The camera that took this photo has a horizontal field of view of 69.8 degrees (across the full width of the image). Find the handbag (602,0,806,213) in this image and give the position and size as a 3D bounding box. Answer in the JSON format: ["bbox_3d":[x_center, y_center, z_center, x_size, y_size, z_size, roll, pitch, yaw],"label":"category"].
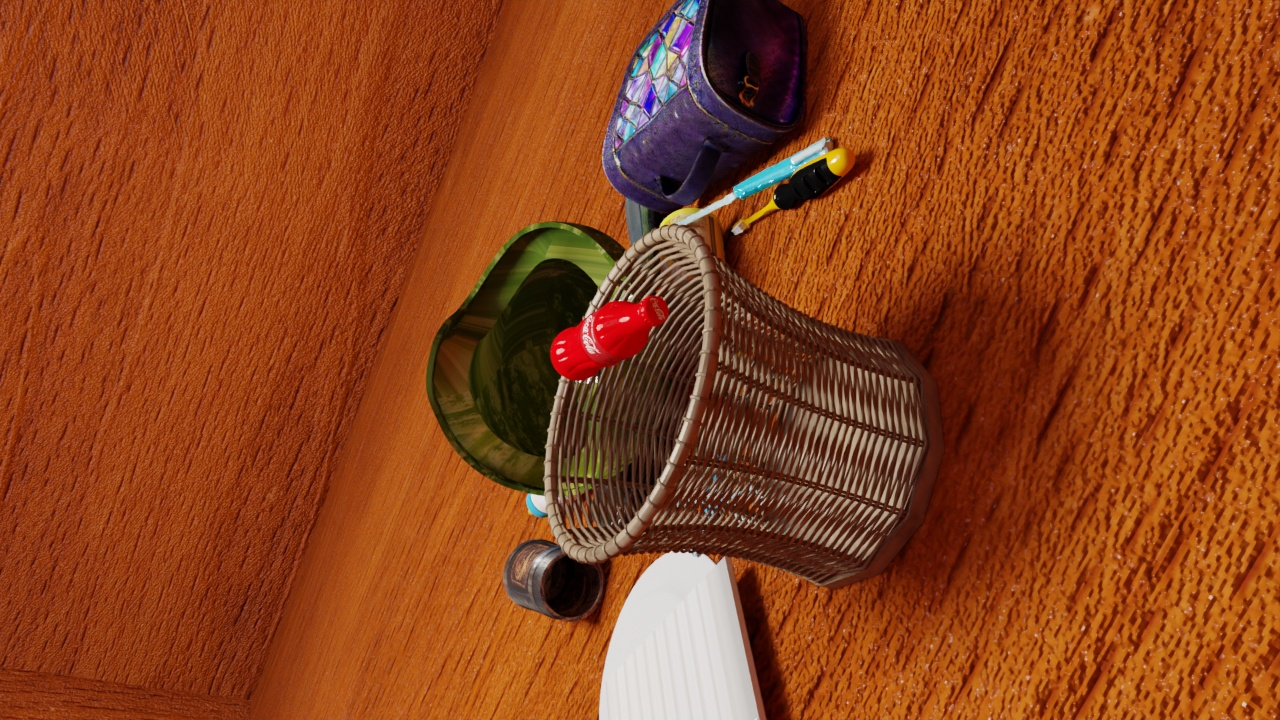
[{"bbox_3d":[0.063,-0.262,0.955,0.205,0.125,0.221,-26,48,57],"label":"handbag"}]

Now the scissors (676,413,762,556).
[{"bbox_3d":[0.071,0.106,0.811,0.134,0.011,0.137,-29,52,56],"label":"scissors"}]

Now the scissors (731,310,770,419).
[{"bbox_3d":[0.095,0.005,0.838,0.064,0.013,0.128,-12,65,59],"label":"scissors"}]

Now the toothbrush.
[{"bbox_3d":[0.135,-0.151,0.847,0.030,0.031,0.197,-47,9,-24],"label":"toothbrush"}]

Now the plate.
[{"bbox_3d":[0.014,0.286,0.810,0.243,0.016,0.242,-46,34,45],"label":"plate"}]

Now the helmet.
[{"bbox_3d":[-0.074,0.000,0.902,0.243,0.213,0.246,71,-156,-45],"label":"helmet"}]

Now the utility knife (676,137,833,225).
[{"bbox_3d":[0.102,-0.166,0.871,0.181,0.015,0.022,-21,56,36],"label":"utility knife"}]

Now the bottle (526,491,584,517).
[{"bbox_3d":[-0.104,0.158,1.115,0.147,0.051,0.051,-46,35,45],"label":"bottle"}]

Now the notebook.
[{"bbox_3d":[0.028,0.279,0.750,0.210,0.009,0.142,-55,28,34],"label":"notebook"}]

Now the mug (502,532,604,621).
[{"bbox_3d":[-0.085,0.227,1.010,0.115,0.080,0.107,-52,18,-22],"label":"mug"}]

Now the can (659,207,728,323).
[{"bbox_3d":[0.054,-0.098,0.934,0.068,0.067,0.104,-47,34,44],"label":"can"}]

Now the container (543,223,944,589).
[{"bbox_3d":[0.068,0.045,0.638,0.228,0.196,0.226,-46,34,45],"label":"container"}]

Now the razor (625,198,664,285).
[{"bbox_3d":[0.014,-0.161,1.095,0.067,0.054,0.151,-28,53,46],"label":"razor"}]

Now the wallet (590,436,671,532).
[{"bbox_3d":[-0.016,0.126,0.967,0.120,0.031,0.099,-64,21,6],"label":"wallet"}]

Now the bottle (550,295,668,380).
[{"bbox_3d":[-0.019,-0.016,0.576,0.119,0.036,0.036,-26,50,58],"label":"bottle"}]
